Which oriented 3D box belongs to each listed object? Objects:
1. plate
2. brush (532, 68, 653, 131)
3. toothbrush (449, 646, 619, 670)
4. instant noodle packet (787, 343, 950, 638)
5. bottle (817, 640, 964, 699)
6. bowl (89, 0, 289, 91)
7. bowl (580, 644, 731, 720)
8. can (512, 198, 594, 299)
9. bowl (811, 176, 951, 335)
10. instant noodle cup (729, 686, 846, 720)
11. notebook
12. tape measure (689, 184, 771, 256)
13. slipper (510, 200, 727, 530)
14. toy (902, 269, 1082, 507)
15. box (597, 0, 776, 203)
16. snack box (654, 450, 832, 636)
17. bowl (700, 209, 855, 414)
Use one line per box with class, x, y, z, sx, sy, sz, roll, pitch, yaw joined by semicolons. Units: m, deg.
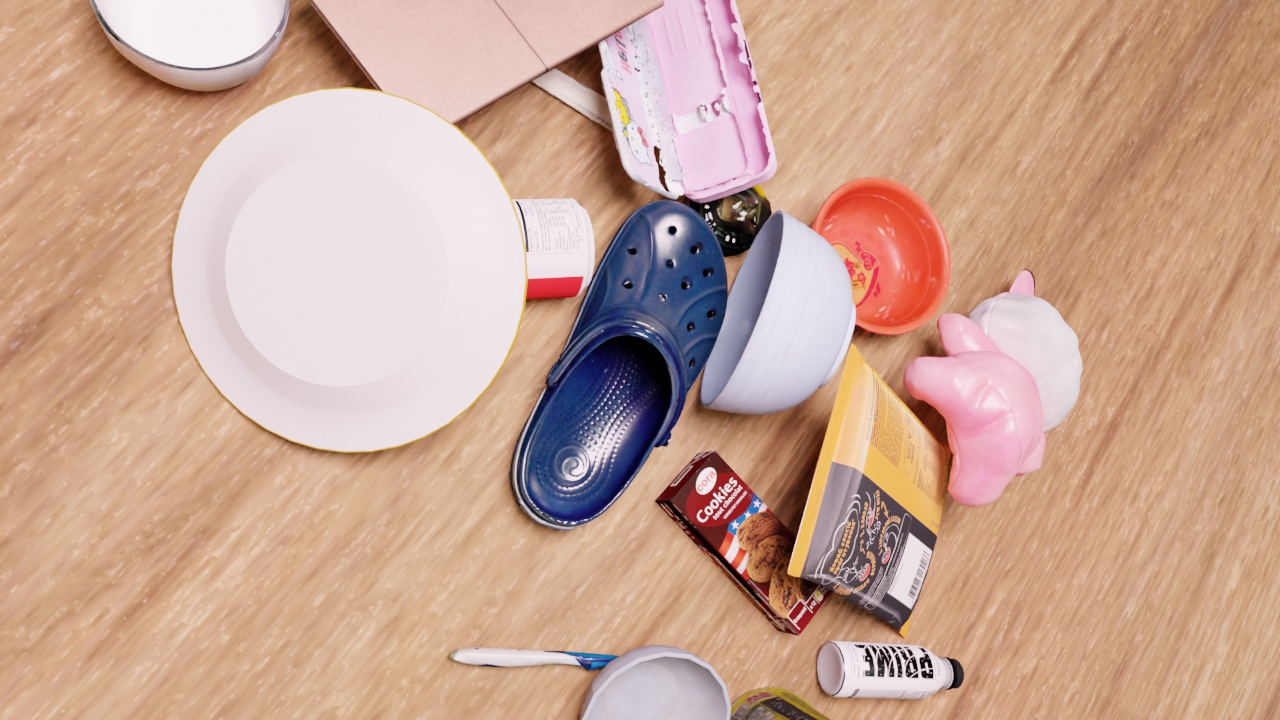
plate;-0.186;-0.055;0.572;0.230;0.021;0.230;0;95;4
brush;-0.081;-0.220;0.697;0.217;0.012;0.033;28;73;-15
toothbrush;-0.040;0.213;0.641;0.189;0.016;0.017;10;88;-19
instant noodle packet;0.179;0.105;0.680;0.220;0.032;0.159;36;67;-47
bottle;0.196;0.240;0.708;0.116;0.041;0.041;9;79;-19
bowl;-0.288;-0.227;0.592;0.116;0.066;0.116;3;80;-20
bowl;0.006;0.241;0.631;0.106;0.039;0.106;-3;102;-17
can;-0.104;-0.076;0.633;0.132;0.070;0.070;-5;83;-21
bowl;0.188;-0.082;0.753;0.130;0.045;0.130;3;80;-20
instant noodle cup;0.114;0.284;0.634;0.102;0.108;0.102;4;78;-18
notebook;-0.104;-0.251;0.618;0.208;0.008;0.141;-37;88;-21
tape measure;0.071;-0.114;0.720;0.062;0.038;0.067;15;76;-18
slipper;-0.004;0.004;0.643;0.105;0.095;0.252;28;79;-11
toy;0.294;0.018;0.736;0.212;0.084;0.142;-28;96;-47
box;0.024;-0.222;0.672;0.101;0.103;0.201;-17;74;20
snack box;0.080;0.136;0.687;0.141;0.032;0.051;47;70;-7
bowl;0.104;-0.024;0.651;0.075;0.151;0.150;20;75;-4
